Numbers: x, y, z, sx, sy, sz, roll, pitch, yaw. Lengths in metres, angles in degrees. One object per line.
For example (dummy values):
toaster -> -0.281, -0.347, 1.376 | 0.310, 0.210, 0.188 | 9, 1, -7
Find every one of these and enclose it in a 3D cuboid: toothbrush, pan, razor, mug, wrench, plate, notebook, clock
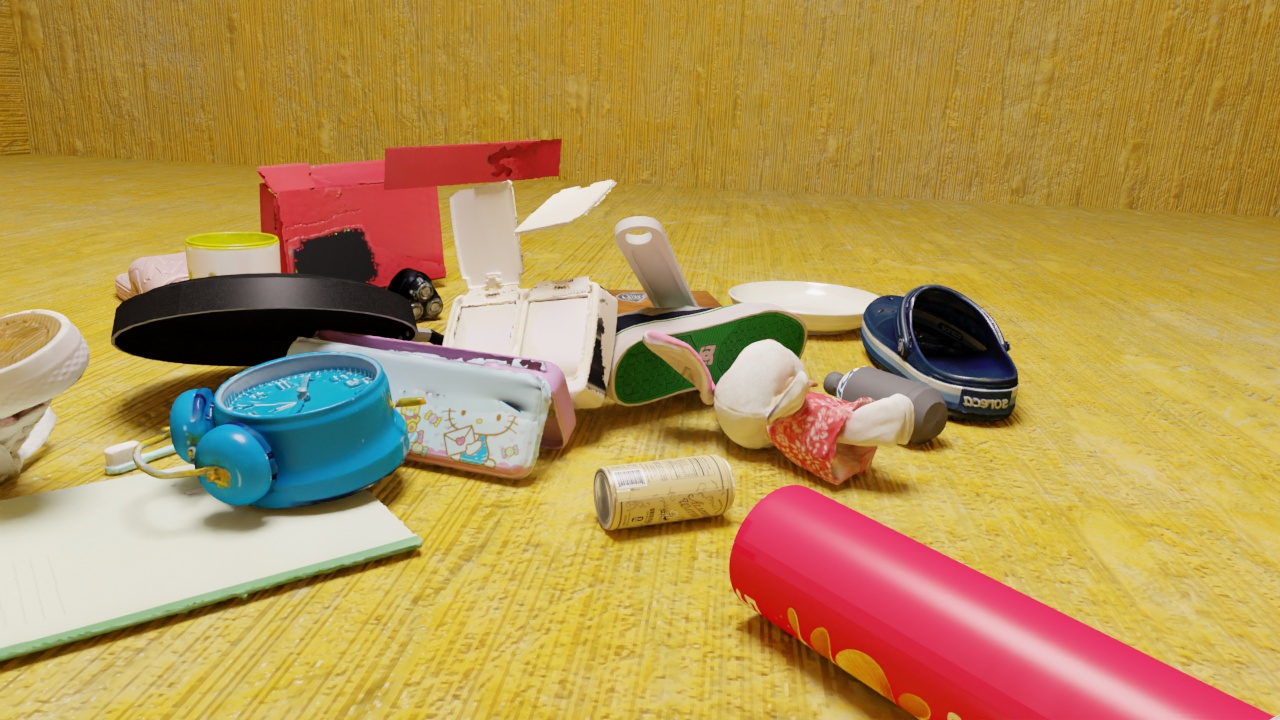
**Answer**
toothbrush -> -0.300, 0.048, 0.668 | 0.016, 0.016, 0.180 | 10, 17, 29
pan -> -0.241, -0.027, 0.773 | 0.355, 0.034, 0.226 | 0, -11, -35
razor -> -0.257, -0.077, 1.068 | 0.067, 0.054, 0.151 | 29, 4, -9
mug -> -0.389, -0.066, 0.884 | 0.082, 0.106, 0.082 | 3, 16, -1
wrench -> 0.038, -0.056, 0.796 | 0.087, 0.018, 0.273 | -7, -22, 11
plate -> 0.194, -0.060, 1.077 | 0.182, 0.034, 0.182 | 2, 16, -1
notebook -> 0.015, -0.053, 1.065 | 0.178, 0.014, 0.249 | 0, 16, -9
clock -> -0.220, 0.044, 0.562 | 0.161, 0.060, 0.117 | -20, 29, -38
notebook -> -0.274, 0.098, 0.505 | 0.252, 0.010, 0.182 | -10, 20, -36

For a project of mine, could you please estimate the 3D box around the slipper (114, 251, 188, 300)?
slipper -> -0.521, -0.090, 1.028 | 0.240, 0.064, 0.094 | 14, 20, 40

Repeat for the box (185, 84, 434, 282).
box -> -0.435, -0.232, 1.207 | 0.213, 0.153, 0.325 | -17, 51, -41

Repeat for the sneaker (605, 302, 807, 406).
sneaker -> 0.047, -0.016, 0.789 | 0.234, 0.084, 0.079 | -6, 27, -39

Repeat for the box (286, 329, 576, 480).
box -> -0.157, 0.026, 0.661 | 0.214, 0.077, 0.096 | 8, 18, 18

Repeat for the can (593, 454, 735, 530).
can -> 0.015, 0.080, 0.559 | 0.079, 0.038, 0.038 | -4, 17, -21

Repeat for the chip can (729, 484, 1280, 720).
chip can -> 0.133, 0.121, 0.380 | 0.069, 0.069, 0.221 | -9, 19, -34

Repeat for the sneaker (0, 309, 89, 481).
sneaker -> -0.413, 0.038, 0.562 | 0.242, 0.088, 0.118 | -12, 32, 29

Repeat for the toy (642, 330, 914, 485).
toy -> 0.102, 0.030, 0.670 | 0.194, 0.084, 0.159 | 19, -5, 46

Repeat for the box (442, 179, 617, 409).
box -> -0.094, -0.059, 0.711 | 0.144, 0.191, 0.069 | -4, -22, 27

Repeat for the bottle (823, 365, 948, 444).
bottle -> 0.192, 0.032, 0.736 | 0.046, 0.047, 0.112 | -8, 19, -33

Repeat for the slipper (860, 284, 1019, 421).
slipper -> 0.284, -0.021, 0.857 | 0.105, 0.095, 0.252 | -1, 20, -2
